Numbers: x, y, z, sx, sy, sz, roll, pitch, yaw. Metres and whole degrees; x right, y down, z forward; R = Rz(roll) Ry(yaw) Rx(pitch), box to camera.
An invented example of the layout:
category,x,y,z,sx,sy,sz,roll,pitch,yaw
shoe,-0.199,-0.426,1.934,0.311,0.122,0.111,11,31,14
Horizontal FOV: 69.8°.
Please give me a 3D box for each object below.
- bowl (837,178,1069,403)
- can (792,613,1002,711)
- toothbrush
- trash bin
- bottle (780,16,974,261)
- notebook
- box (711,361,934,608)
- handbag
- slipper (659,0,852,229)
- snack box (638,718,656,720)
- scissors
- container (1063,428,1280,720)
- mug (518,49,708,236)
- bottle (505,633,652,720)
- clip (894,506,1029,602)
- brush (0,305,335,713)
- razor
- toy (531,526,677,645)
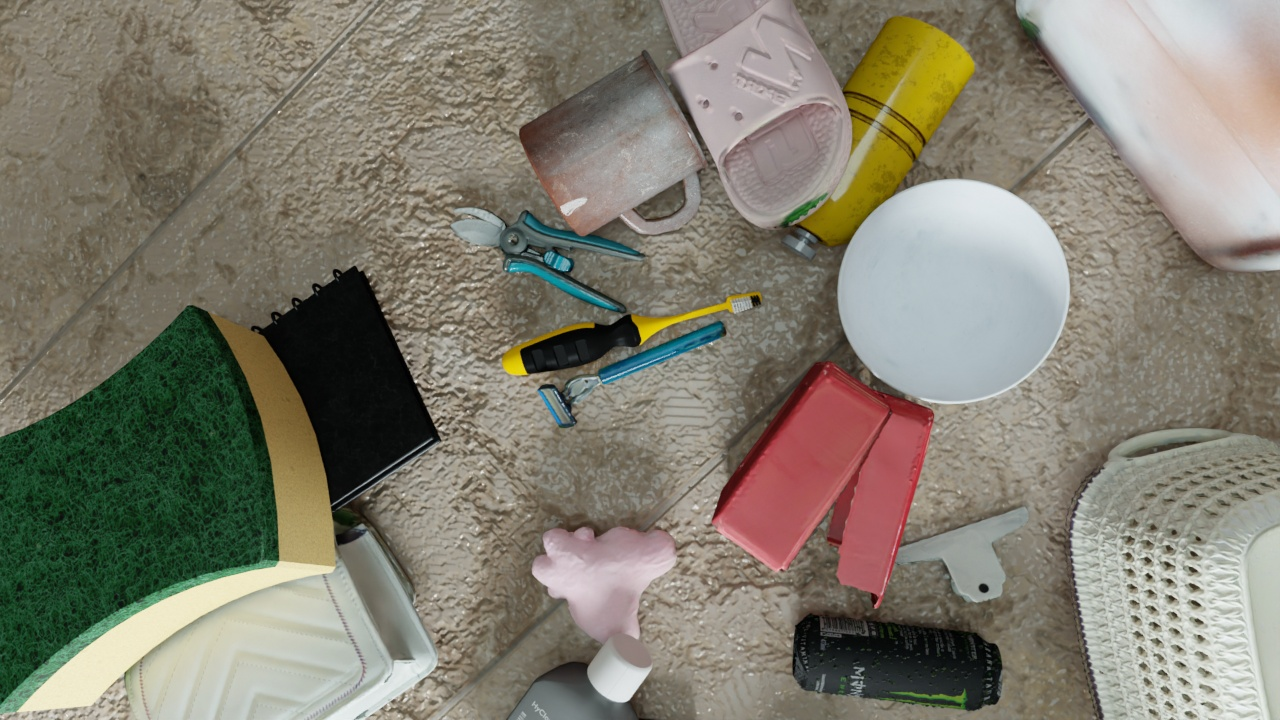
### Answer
category,x,y,z,sx,sy,sz,roll,pitch,yaw
bowl,0.204,-0.045,0.624,0.144,0.074,0.144,0,91,7
can,0.177,0.211,0.644,0.138,0.054,0.054,5,92,7
toothbrush,-0.007,-0.022,0.675,0.197,0.030,0.031,-15,115,3
trash bin,0.370,-0.193,0.550,0.157,0.181,0.259,-36,88,8
bottle,0.151,-0.145,0.630,0.071,0.071,0.164,33,95,5
notebook,-0.276,0.051,0.684,0.231,0.019,0.169,-33,66,6
box,0.117,0.067,0.598,0.117,0.157,0.135,21,92,11
handbag,-0.266,0.219,0.680,0.199,0.096,0.142,-35,71,7
slipper,0.066,-0.203,0.608,0.094,0.064,0.239,-26,69,21
snack box,-0.002,0.344,0.683,0.080,0.025,0.147,3,92,7
scissors,-0.067,-0.077,0.684,0.130,0.019,0.150,-25,89,6
container,0.389,0.172,0.573,0.184,0.143,0.251,-11,90,-7
mug,-0.011,-0.138,0.649,0.110,0.096,0.123,-26,118,12
bottle,-0.051,0.268,0.651,0.084,0.046,0.174,39,107,22
clip,0.235,0.146,0.654,0.102,0.040,0.054,-20,69,8
brush,-0.351,0.104,0.641,0.250,0.075,0.195,-29,68,8
razor,-0.004,0.004,0.679,0.144,0.022,0.042,-25,126,3
toy,-0.031,0.156,0.667,0.096,0.052,0.099,24,99,-1
